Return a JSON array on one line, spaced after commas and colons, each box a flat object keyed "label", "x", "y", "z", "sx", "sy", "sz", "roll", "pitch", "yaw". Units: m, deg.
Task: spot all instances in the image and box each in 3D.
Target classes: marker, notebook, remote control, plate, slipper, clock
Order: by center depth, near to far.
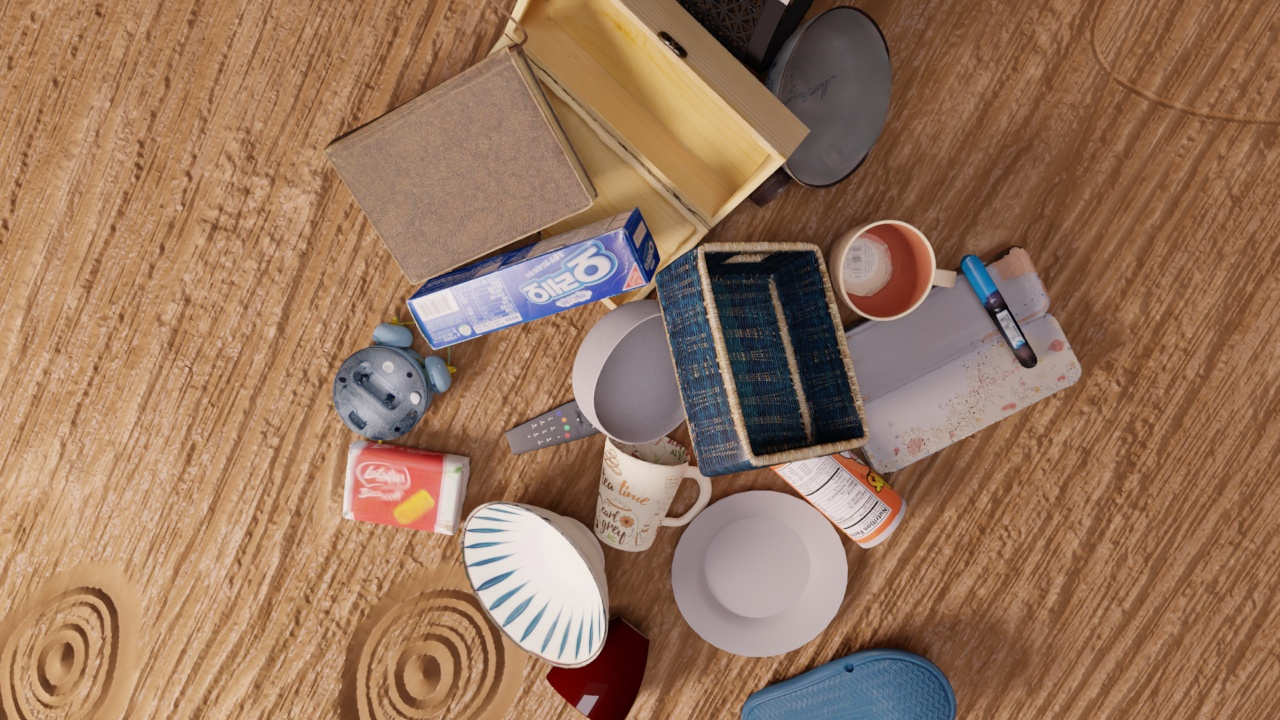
[{"label": "notebook", "x": -0.164, "y": -0.181, "z": 0.787, "sx": 0.216, "sy": 0.034, "sz": 0.190, "roll": -17, "pitch": 115, "yaw": 26}, {"label": "marker", "x": 0.327, "y": -0.044, "z": 0.837, "sx": 0.018, "sy": 0.015, "sz": 0.123, "roll": -33, "pitch": 100, "yaw": 9}, {"label": "clock", "x": -0.233, "y": 0.017, "z": 0.871, "sx": 0.089, "sy": 0.051, "sz": 0.124, "roll": 41, "pitch": 97, "yaw": -4}, {"label": "remote control", "x": -0.070, "y": 0.060, "z": 0.896, "sx": 0.125, "sy": 0.010, "sz": 0.039, "roll": -20, "pitch": 99, "yaw": 4}, {"label": "plate", "x": 0.117, "y": 0.210, "z": 0.914, "sx": 0.173, "sy": 0.019, "sz": 0.173, "roll": 0, "pitch": 100, "yaw": 1}, {"label": "slipper", "x": 0.203, "y": 0.343, "z": 0.917, "sx": 0.214, "sy": 0.059, "sz": 0.104, "roll": -19, "pitch": 91, "yaw": 18}]

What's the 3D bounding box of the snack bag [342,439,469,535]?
[{"label": "snack bag", "x": -0.229, "y": 0.124, "z": 0.897, "sx": 0.116, "sy": 0.036, "sz": 0.077, "roll": 9, "pitch": 100, "yaw": -1}]

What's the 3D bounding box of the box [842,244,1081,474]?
[{"label": "box", "x": 0.289, "y": 0.000, "z": 0.869, "sx": 0.216, "sy": 0.042, "sz": 0.148, "roll": -27, "pitch": 102, "yaw": 5}]

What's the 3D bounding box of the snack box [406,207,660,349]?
[{"label": "snack box", "x": -0.096, "y": -0.070, "z": 0.812, "sx": 0.227, "sy": 0.059, "sz": 0.059, "roll": -16, "pitch": 114, "yaw": 23}]

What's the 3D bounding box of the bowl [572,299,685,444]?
[{"label": "bowl", "x": -0.005, "y": 0.005, "z": 0.842, "sx": 0.131, "sy": 0.064, "sz": 0.132, "roll": -18, "pitch": 124, "yaw": -29}]

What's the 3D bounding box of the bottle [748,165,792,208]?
[{"label": "bottle", "x": 0.071, "y": -0.211, "z": 0.825, "sx": 0.056, "sy": 0.056, "sz": 0.162, "roll": -40, "pitch": 97, "yaw": 7}]

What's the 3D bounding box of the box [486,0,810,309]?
[{"label": "box", "x": -0.028, "y": -0.197, "z": 0.792, "sx": 0.247, "sy": 0.096, "sz": 0.262, "roll": 43, "pitch": 126, "yaw": -6}]

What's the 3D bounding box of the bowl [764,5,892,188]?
[{"label": "bowl", "x": 0.152, "y": -0.232, "z": 0.805, "sx": 0.150, "sy": 0.057, "sz": 0.151, "roll": -19, "pitch": 121, "yaw": -34}]

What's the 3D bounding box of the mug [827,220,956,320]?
[{"label": "mug", "x": 0.223, "y": -0.081, "z": 0.820, "sx": 0.111, "sy": 0.104, "sz": 0.085, "roll": 8, "pitch": 100, "yaw": -2}]

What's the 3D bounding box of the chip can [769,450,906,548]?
[{"label": "chip can", "x": 0.154, "y": 0.087, "z": 0.871, "sx": 0.210, "sy": 0.062, "sz": 0.062, "roll": 41, "pitch": 98, "yaw": -6}]

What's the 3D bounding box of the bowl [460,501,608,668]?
[{"label": "bowl", "x": -0.083, "y": 0.198, "z": 0.875, "sx": 0.177, "sy": 0.070, "sz": 0.177, "roll": 17, "pitch": 121, "yaw": 31}]

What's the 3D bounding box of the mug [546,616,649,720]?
[{"label": "mug", "x": -0.043, "y": 0.294, "z": 0.909, "sx": 0.114, "sy": 0.087, "sz": 0.088, "roll": 33, "pitch": 80, "yaw": 22}]

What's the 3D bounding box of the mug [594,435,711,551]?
[{"label": "mug", "x": 0.013, "y": 0.128, "z": 0.885, "sx": 0.121, "sy": 0.081, "sz": 0.097, "roll": 7, "pitch": 109, "yaw": -27}]

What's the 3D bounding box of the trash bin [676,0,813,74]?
[{"label": "trash bin", "x": 0.048, "y": -0.388, "z": 0.728, "sx": 0.243, "sy": 0.216, "sz": 0.217, "roll": 32, "pitch": 98, "yaw": 2}]

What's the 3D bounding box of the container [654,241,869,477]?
[{"label": "container", "x": 0.103, "y": -0.003, "z": 0.788, "sx": 0.145, "sy": 0.071, "sz": 0.187, "roll": -5, "pitch": 77, "yaw": -35}]
